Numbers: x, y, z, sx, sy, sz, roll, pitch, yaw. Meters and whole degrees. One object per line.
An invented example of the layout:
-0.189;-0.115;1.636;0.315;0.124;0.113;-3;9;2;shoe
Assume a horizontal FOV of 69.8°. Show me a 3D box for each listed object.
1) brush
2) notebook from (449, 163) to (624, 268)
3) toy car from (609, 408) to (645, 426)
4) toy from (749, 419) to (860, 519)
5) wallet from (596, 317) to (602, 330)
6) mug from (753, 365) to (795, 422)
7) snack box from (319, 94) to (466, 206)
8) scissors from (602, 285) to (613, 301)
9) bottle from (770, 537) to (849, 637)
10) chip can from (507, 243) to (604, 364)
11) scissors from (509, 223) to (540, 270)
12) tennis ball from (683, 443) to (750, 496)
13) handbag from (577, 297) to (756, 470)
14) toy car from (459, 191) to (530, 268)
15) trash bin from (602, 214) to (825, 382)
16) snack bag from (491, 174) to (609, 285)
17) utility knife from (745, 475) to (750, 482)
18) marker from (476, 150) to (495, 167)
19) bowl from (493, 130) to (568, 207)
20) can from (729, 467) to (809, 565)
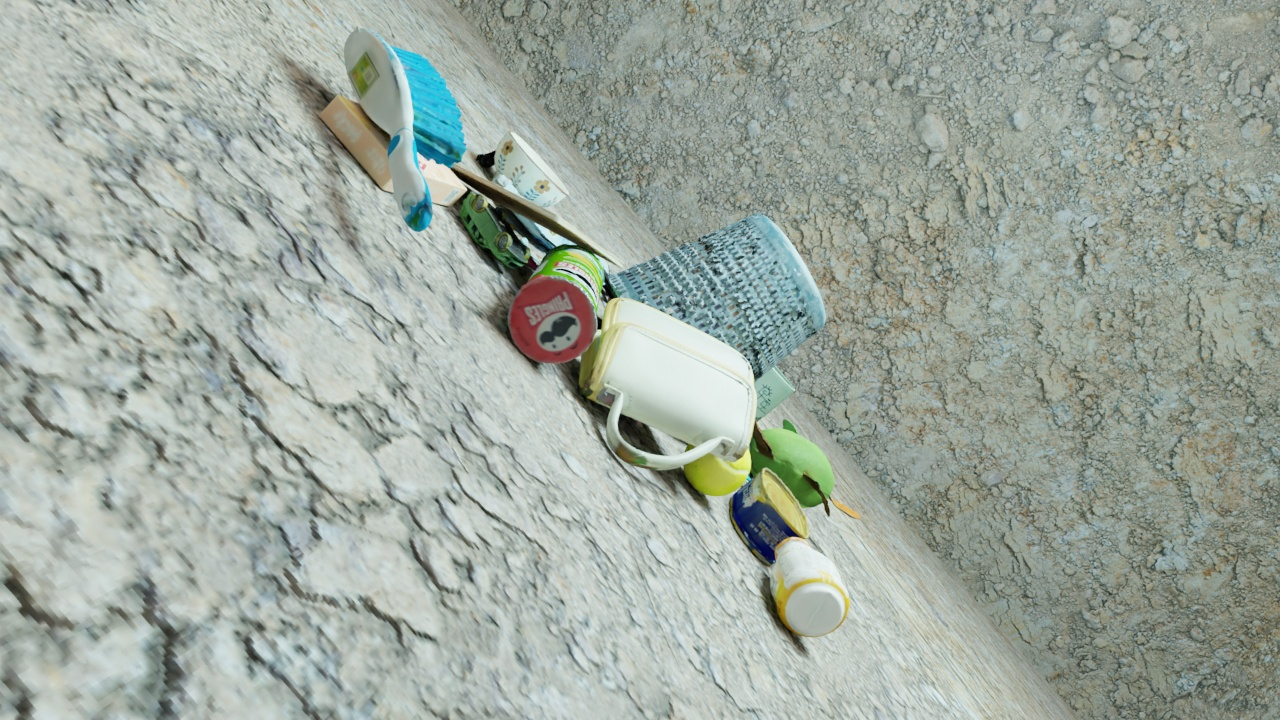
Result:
-0.182;-0.180;0.731;0.109;0.061;0.314;27;25;-50;brush
-0.127;-0.162;0.966;0.208;0.008;0.147;30;1;28;notebook
-0.005;0.035;0.878;0.122;0.037;0.056;20;30;-45;toy car
0.196;0.140;1.212;0.227;0.090;0.246;40;4;11;toy
-0.006;0.006;1.040;0.096;0.020;0.122;59;12;26;wallet
0.154;0.039;1.361;0.112;0.106;0.082;45;11;-25;mug
-0.215;-0.183;0.819;0.084;0.026;0.157;49;9;2;snack box
-0.035;-0.088;1.291;0.222;0.022;0.221;47;4;-25;scissors
0.148;0.199;0.827;0.063;0.063;0.108;46;10;-13;bottle
-0.072;-0.060;0.842;0.072;0.072;0.235;47;9;-11;chip can
-0.129;-0.124;1.015;0.133;0.017;0.128;44;8;-48;scissors
0.073;0.098;0.884;0.065;0.065;0.065;47;10;-11;tennis ball
0.027;0.033;0.811;0.163;0.063;0.178;25;35;-15;handbag
-0.141;-0.124;0.885;0.091;0.036;0.043;52;9;27;toy car
0.092;-0.054;1.040;0.226;0.195;0.226;60;1;-2;trash bin
-0.115;-0.165;1.173;0.191;0.039;0.110;34;22;-50;snack bag
0.102;0.114;1.112;0.209;0.013;0.029;50;9;25;utility knife
-0.207;-0.281;1.275;0.022;0.020;0.132;18;15;-5;marker
-0.156;-0.245;1.224;0.113;0.062;0.113;48;9;-11;bowl
0.134;0.161;0.959;0.074;0.049;0.148;48;9;-1;can
